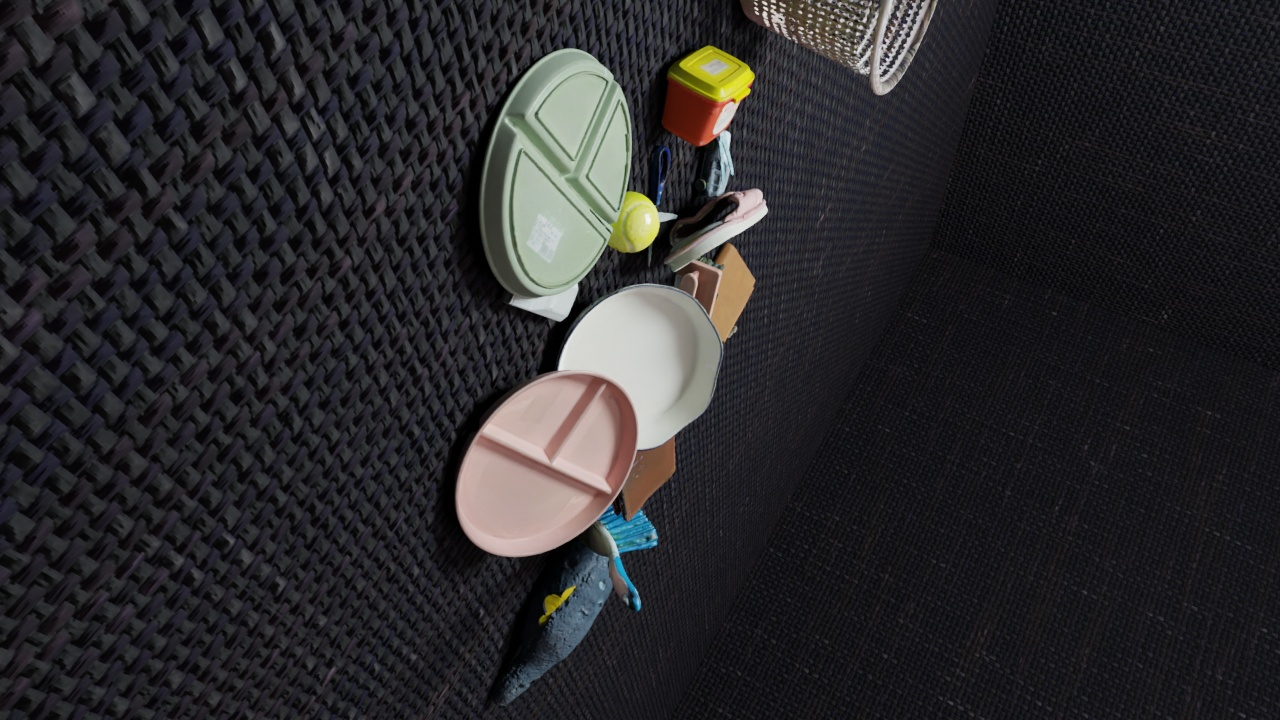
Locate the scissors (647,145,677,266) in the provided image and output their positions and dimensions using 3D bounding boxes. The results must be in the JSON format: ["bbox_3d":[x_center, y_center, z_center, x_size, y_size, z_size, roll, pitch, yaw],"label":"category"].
[{"bbox_3d":[0.012,-0.176,1.083,0.175,0.012,0.163,-34,143,-56],"label":"scissors"}]

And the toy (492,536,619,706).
[{"bbox_3d":[-0.101,0.333,1.298,0.355,0.091,0.138,-59,-173,-14],"label":"toy"}]

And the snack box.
[{"bbox_3d":[0.071,-0.288,1.008,0.091,0.082,0.080,-45,162,-42],"label":"snack box"}]

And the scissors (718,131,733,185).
[{"bbox_3d":[0.095,-0.278,1.122,0.093,0.017,0.137,-32,125,-54],"label":"scissors"}]

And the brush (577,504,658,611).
[{"bbox_3d":[-0.024,0.234,1.141,0.109,0.315,0.060,-10,102,-23],"label":"brush"}]

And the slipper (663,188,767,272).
[{"bbox_3d":[0.093,-0.174,1.174,0.114,0.054,0.273,-28,-173,29],"label":"slipper"}]

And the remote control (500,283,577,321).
[{"bbox_3d":[-0.097,-0.069,0.914,0.049,0.024,0.124,-68,159,2],"label":"remote control"}]

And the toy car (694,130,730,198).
[{"bbox_3d":[0.097,-0.252,1.179,0.042,0.034,0.091,-36,144,-48],"label":"toy car"}]

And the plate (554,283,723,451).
[{"bbox_3d":[-0.006,0.006,1.056,0.204,0.045,0.205,-9,116,-18],"label":"plate"}]

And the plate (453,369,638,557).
[{"bbox_3d":[-0.101,0.109,0.991,0.229,0.028,0.230,-21,127,-30],"label":"plate"}]

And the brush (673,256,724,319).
[{"bbox_3d":[0.070,-0.074,1.276,0.072,0.063,0.146,-49,157,-47],"label":"brush"}]

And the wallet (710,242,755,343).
[{"bbox_3d":[0.124,-0.095,1.392,0.108,0.031,0.131,47,67,-43],"label":"wallet"}]

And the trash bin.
[{"bbox_3d":[0.229,-0.443,1.050,0.226,0.192,0.228,-51,155,-34],"label":"trash bin"}]

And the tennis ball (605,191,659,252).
[{"bbox_3d":[-0.013,-0.147,0.976,0.065,0.065,0.066,-51,156,-34],"label":"tennis ball"}]

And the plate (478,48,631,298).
[{"bbox_3d":[-0.068,-0.164,0.839,0.229,0.027,0.231,-45,144,-46],"label":"plate"}]

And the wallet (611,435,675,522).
[{"bbox_3d":[0.004,0.129,1.162,0.124,0.032,0.101,-43,140,-36],"label":"wallet"}]
